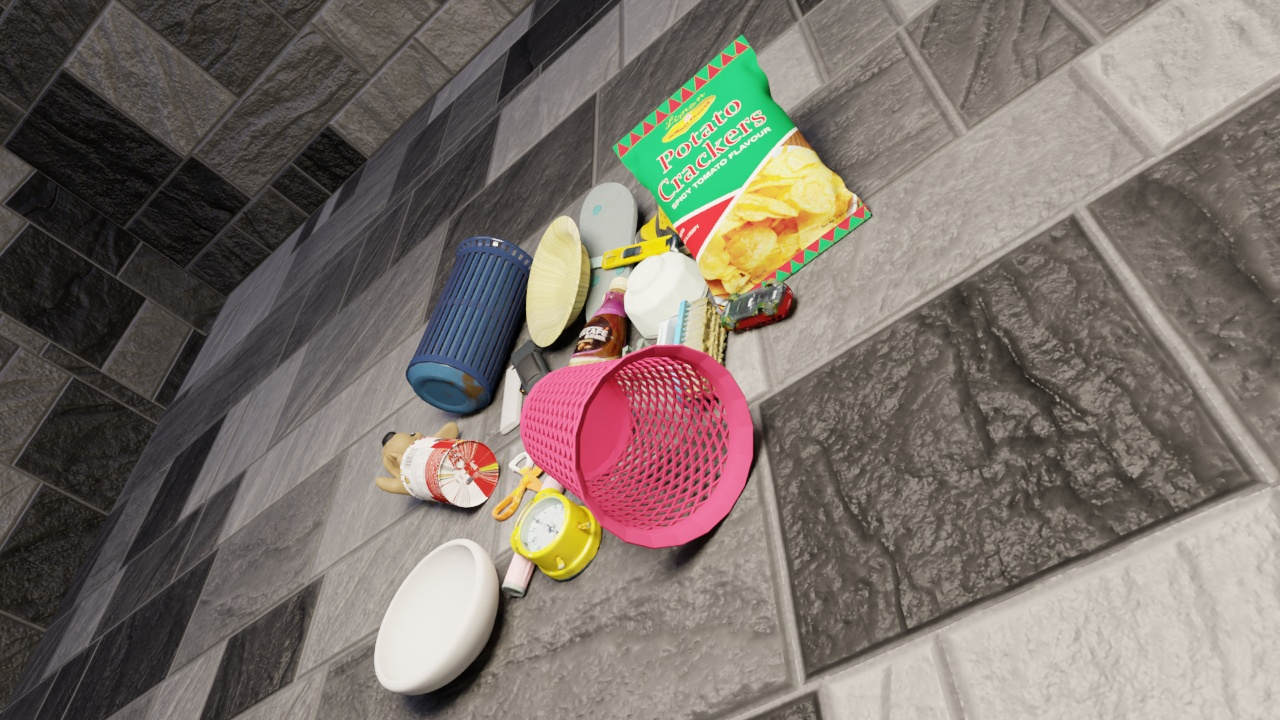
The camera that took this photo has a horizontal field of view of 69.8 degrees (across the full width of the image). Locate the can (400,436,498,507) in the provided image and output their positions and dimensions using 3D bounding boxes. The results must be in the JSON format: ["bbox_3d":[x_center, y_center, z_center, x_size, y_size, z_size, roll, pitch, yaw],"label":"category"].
[{"bbox_3d":[-0.254,0.146,1.215,0.117,0.086,0.086,-3,54,51],"label":"can"}]

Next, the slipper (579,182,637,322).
[{"bbox_3d":[-0.033,-0.150,1.305,0.098,0.054,0.268,-28,47,28],"label":"slipper"}]

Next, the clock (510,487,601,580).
[{"bbox_3d":[-0.095,0.184,0.988,0.119,0.057,0.083,18,71,52],"label":"clock"}]

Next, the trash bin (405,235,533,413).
[{"bbox_3d":[-0.254,-0.050,1.389,0.140,0.139,0.248,-19,43,41],"label":"trash bin"}]

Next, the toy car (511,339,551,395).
[{"bbox_3d":[-0.148,0.014,1.258,0.046,0.034,0.112,-40,44,8],"label":"toy car"}]

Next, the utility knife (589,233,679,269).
[{"bbox_3d":[-0.017,-0.140,1.229,0.192,0.018,0.030,-9,62,49],"label":"utility knife"}]

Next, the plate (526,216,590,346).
[{"bbox_3d":[-0.108,-0.108,1.293,0.185,0.036,0.184,-28,58,56],"label":"plate"}]

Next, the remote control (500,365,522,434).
[{"bbox_3d":[-0.182,0.051,1.300,0.033,0.012,0.130,-36,32,23],"label":"remote control"}]

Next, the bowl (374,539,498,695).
[{"bbox_3d":[-0.213,0.290,1.017,0.177,0.066,0.176,-34,33,26],"label":"bowl"}]

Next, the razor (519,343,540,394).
[{"bbox_3d":[-0.150,-0.014,1.321,0.043,0.022,0.144,-21,40,41],"label":"razor"}]

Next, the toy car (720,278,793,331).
[{"bbox_3d":[0.124,-0.057,0.990,0.091,0.036,0.042,-15,45,44],"label":"toy car"}]

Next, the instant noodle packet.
[{"bbox_3d":[0.106,-0.203,1.032,0.196,0.252,0.090,-37,-12,21],"label":"instant noodle packet"}]

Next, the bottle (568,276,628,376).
[{"bbox_3d":[-0.044,-0.035,1.164,0.060,0.059,0.165,-17,44,43],"label":"bottle"}]

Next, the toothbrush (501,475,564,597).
[{"bbox_3d":[-0.108,0.166,1.060,0.027,0.027,0.222,114,177,-58],"label":"toothbrush"}]

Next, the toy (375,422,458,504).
[{"bbox_3d":[-0.325,0.149,1.306,0.134,0.106,0.108,-44,19,17],"label":"toy"}]

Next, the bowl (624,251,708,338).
[{"bbox_3d":[0.023,-0.090,1.139,0.118,0.061,0.117,-33,34,26],"label":"bowl"}]

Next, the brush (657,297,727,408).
[{"bbox_3d":[0.051,-0.001,1.005,0.075,0.055,0.135,-23,39,31],"label":"brush"}]

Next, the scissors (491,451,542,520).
[{"bbox_3d":[-0.141,0.146,1.141,0.125,0.011,0.128,-42,31,15],"label":"scissors"}]

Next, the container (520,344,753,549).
[{"bbox_3d":[-0.025,0.074,0.925,0.183,0.183,0.226,-57,23,-13],"label":"container"}]

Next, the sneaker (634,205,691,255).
[{"bbox_3d":[0.056,-0.214,1.174,0.239,0.122,0.085,-22,39,38],"label":"sneaker"}]

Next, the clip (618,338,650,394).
[{"bbox_3d":[-0.004,0.005,1.106,0.051,0.023,0.078,-37,30,23],"label":"clip"}]
